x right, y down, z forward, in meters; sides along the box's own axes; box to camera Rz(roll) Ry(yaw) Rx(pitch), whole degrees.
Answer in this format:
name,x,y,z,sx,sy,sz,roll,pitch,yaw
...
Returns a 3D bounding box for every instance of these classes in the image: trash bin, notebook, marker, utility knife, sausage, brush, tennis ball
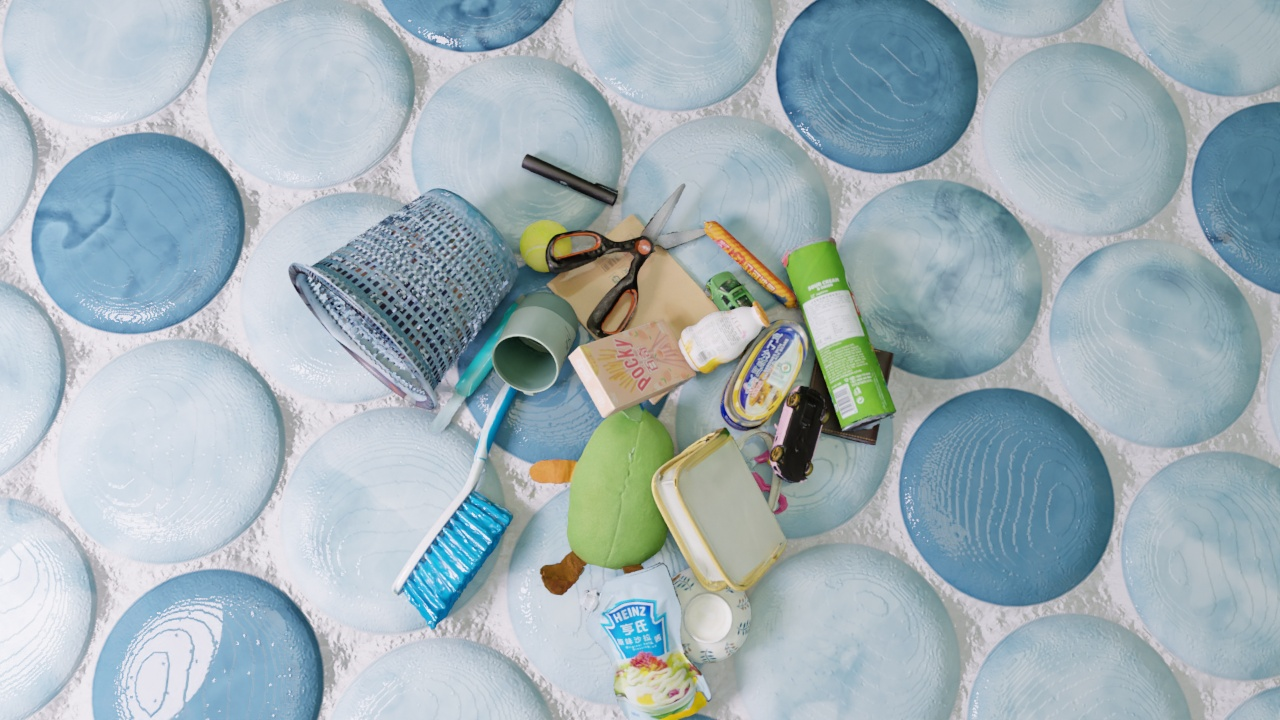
name,x,y,z,sx,sy,sz,roll,pitch,yaw
trash bin,-0.259,-0.087,1.081,0.226,0.227,0.194,41,68,6
notebook,0.003,-0.068,1.172,0.147,0.008,0.207,-41,83,-8
marker,-0.092,-0.236,1.194,0.132,0.020,0.022,23,91,3
utility knife,-0.201,0.006,1.151,0.029,0.013,0.209,34,78,3
sausage,0.141,-0.123,1.171,0.165,0.021,0.021,42,81,0
brush,-0.195,0.161,1.106,0.109,0.060,0.314,33,78,8
tennis ball,-0.119,-0.144,1.154,0.065,0.065,0.065,0,79,-1

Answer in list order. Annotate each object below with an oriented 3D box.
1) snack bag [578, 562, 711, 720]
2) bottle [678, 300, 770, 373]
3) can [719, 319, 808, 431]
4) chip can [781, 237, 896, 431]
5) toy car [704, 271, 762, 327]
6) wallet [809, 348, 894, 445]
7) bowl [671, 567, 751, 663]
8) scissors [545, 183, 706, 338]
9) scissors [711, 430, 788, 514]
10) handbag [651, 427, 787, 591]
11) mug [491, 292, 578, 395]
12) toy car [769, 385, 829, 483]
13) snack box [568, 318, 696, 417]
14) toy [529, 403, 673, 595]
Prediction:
name,x,y,z,sx,sy,sz,roll,pitch,yaw
snack bag,0.005,0.325,1.044,0.110,0.038,0.191,-15,107,14
bottle,0.103,-0.031,1.117,0.108,0.063,0.063,-30,81,16
can,0.153,0.019,1.138,0.074,0.049,0.148,32,81,5
chip can,0.243,-0.031,1.126,0.072,0.072,0.236,-15,74,-4
toy car,0.121,-0.074,1.158,0.043,0.036,0.091,-33,78,-22
wallet,0.260,0.038,1.154,0.096,0.020,0.122,14,78,2
bowl,0.077,0.301,1.079,0.113,0.062,0.113,0,80,0
scissors,-0.017,-0.133,1.145,0.222,0.022,0.221,17,87,-21
scissors,0.139,0.138,1.135,0.133,0.017,0.128,-11,83,1
handbag,0.110,0.163,1.078,0.178,0.063,0.163,-33,98,-36
mug,-0.125,-0.015,1.113,0.082,0.112,0.106,10,37,6
toy car,0.189,0.089,1.110,0.056,0.037,0.122,27,69,-18
snack box,-0.006,0.006,1.092,0.156,0.026,0.084,-21,77,-47
toy,-0.023,0.166,1.088,0.227,0.090,0.246,16,75,-7
